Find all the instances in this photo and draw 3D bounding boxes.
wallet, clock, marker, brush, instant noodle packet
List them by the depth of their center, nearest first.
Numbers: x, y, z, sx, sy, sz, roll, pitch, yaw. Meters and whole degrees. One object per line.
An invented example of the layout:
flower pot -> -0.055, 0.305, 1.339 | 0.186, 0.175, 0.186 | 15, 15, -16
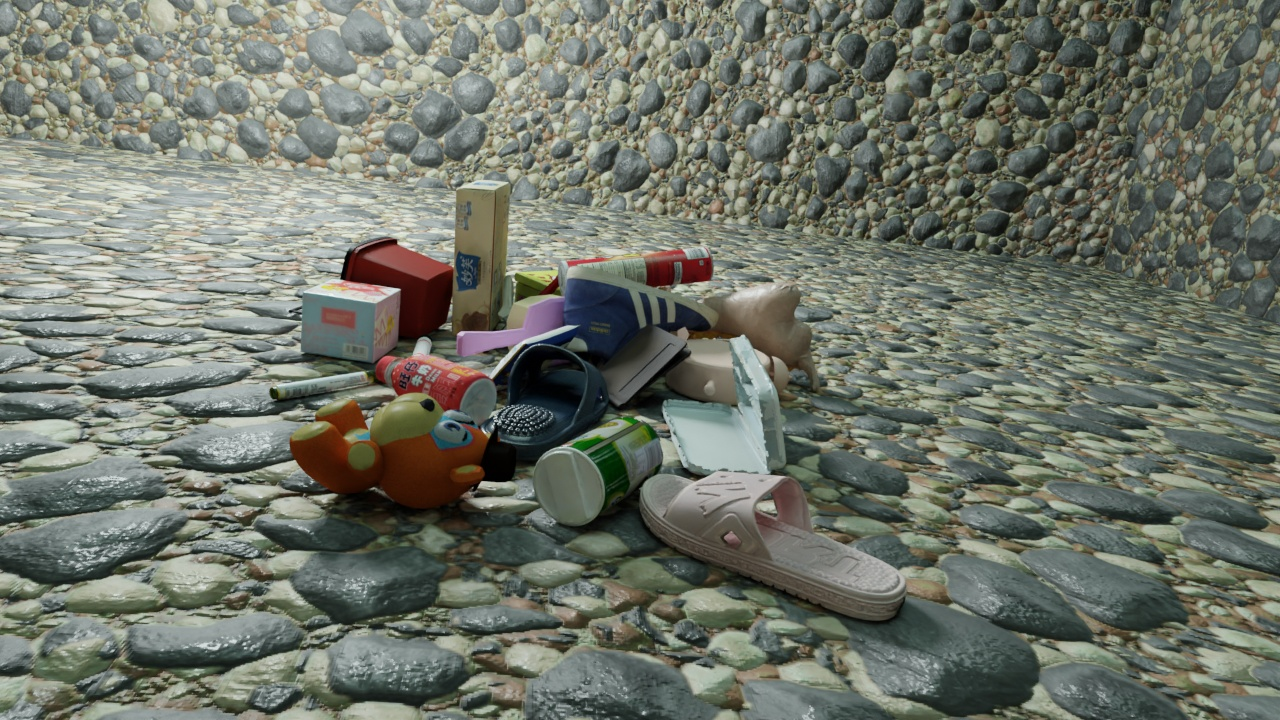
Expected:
marker -> -0.332, 0.024, 0.997 | 0.017, 0.017, 0.146 | 19, 19, 35
instant noodle packet -> -0.130, -0.004, 1.089 | 0.026, 0.087, 0.134 | 49, 26, 8
wallet -> -0.006, 0.007, 1.107 | 0.115, 0.018, 0.091 | -40, 34, -15
marker -> -0.271, -0.005, 1.128 | 0.019, 0.019, 0.145 | 5, 15, -10
brush -> -0.150, -0.035, 1.166 | 0.043, 0.089, 0.228 | 14, 16, 38
clock -> 0.103, 0.003, 1.181 | 0.160, 0.086, 0.131 | 2, 15, -42

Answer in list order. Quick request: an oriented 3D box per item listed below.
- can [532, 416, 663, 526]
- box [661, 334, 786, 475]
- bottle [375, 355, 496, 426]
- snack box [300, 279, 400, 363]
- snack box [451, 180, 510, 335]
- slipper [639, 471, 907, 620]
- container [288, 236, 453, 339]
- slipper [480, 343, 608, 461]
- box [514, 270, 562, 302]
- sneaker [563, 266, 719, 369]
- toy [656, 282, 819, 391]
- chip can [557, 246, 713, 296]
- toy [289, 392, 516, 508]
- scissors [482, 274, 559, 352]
can -> -0.035, 0.093, 0.796 | 0.067, 0.067, 0.120 | 15, 16, 24
box -> 0.097, 0.042, 0.979 | 0.130, 0.106, 0.211 | 2, 16, -9
bottle -> -0.221, 0.026, 0.965 | 0.138, 0.062, 0.061 | 16, 17, 31
snack box -> -0.358, -0.051, 1.139 | 0.093, 0.079, 0.094 | 9, 15, 3
snack box -> -0.228, -0.148, 1.317 | 0.055, 0.207, 0.153 | 5, 15, -2
slipper -> 0.100, 0.130, 0.737 | 0.240, 0.064, 0.094 | 20, 19, 33
container -> -0.372, -0.103, 1.259 | 0.201, 0.127, 0.148 | 16, 16, 5
slipper -> -0.093, 0.029, 0.977 | 0.101, 0.082, 0.263 | 12, 16, 8
box -> -0.079, -0.072, 1.351 | 0.124, 0.083, 0.221 | -6, 19, -39
sneaker -> -0.002, -0.031, 1.204 | 0.232, 0.118, 0.092 | 18, -12, -33
toy -> 0.125, -0.034, 1.309 | 0.265, 0.196, 0.065 | -12, 5, 41
chip can -> -0.005, -0.124, 1.286 | 0.214, 0.052, 0.052 | -8, 20, -17
toy -> -0.192, 0.076, 0.760 | 0.176, 0.096, 0.112 | 18, 14, -6
scissors -> -0.166, -0.080, 1.283 | 0.196, 0.015, 0.179 | -36, 37, -20
